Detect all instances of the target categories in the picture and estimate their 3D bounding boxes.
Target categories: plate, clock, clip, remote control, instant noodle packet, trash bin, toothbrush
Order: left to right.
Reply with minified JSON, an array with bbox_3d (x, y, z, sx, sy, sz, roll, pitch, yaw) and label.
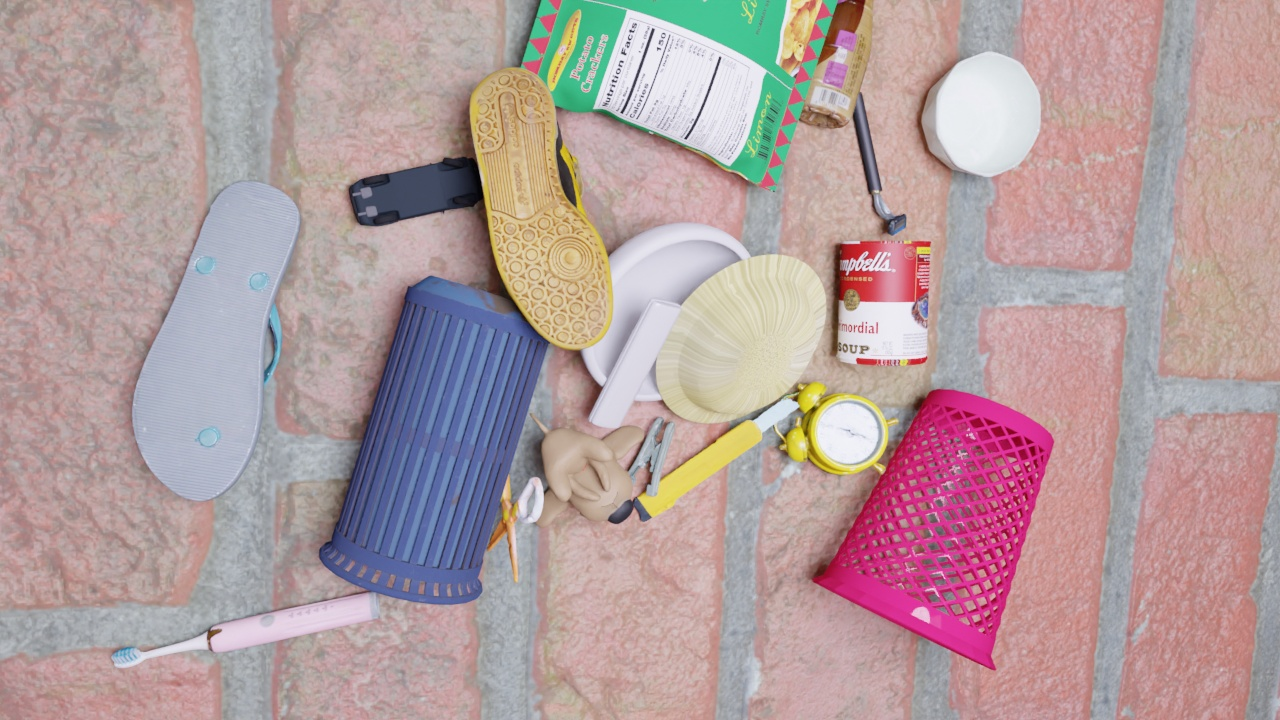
[{"bbox_3d":[-0.345,0.240,0.810,0.222,0.027,0.027,-9,128,-14],"label":"toothbrush"},{"bbox_3d":[-0.167,0.062,0.779,0.139,0.139,0.249,17,91,-16],"label":"trash bin"},{"bbox_3d":[-0.005,0.005,0.804,0.033,0.012,0.131,11,117,-36],"label":"remote control"},{"bbox_3d":[0.018,0.096,0.883,0.050,0.023,0.078,36,92,12],"label":"clip"},{"bbox_3d":[0.037,-0.285,0.811,0.252,0.090,0.195,17,93,-15],"label":"instant noodle packet"},{"bbox_3d":[0.105,-0.006,0.847,0.184,0.036,0.185,-16,130,-21],"label":"plate"},{"bbox_3d":[0.190,0.069,0.910,0.119,0.057,0.083,17,86,5],"label":"clock"}]

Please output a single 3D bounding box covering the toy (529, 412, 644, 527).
[{"bbox_3d":[-0.052,0.099,0.824,0.134,0.108,0.106,-42,60,-7],"label":"toy"}]

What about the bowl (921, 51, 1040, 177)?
[{"bbox_3d":[0.328,-0.239,0.909,0.117,0.061,0.117,-2,97,-15],"label":"bowl"}]

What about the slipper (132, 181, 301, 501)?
[{"bbox_3d":[-0.354,-0.019,0.770,0.098,0.055,0.268,11,83,-13],"label":"slipper"}]

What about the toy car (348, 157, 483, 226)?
[{"bbox_3d":[-0.194,-0.146,0.797,0.112,0.034,0.046,-15,100,-11],"label":"toy car"}]

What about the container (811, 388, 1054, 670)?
[{"bbox_3d":[0.301,0.156,0.904,0.183,0.183,0.225,29,81,-16],"label":"container"}]

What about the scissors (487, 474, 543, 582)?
[{"bbox_3d":[-0.114,0.136,0.824,0.011,0.128,0.125,-1,79,-34],"label":"scissors"}]

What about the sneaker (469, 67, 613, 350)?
[{"bbox_3d":[-0.080,-0.112,0.771,0.086,0.122,0.238,-15,79,-2],"label":"sneaker"}]

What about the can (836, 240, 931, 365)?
[{"bbox_3d":[0.237,-0.057,0.895,0.086,0.087,0.116,-2,97,-15],"label":"can"}]

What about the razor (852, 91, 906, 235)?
[{"bbox_3d":[0.231,-0.195,0.912,0.042,0.022,0.144,-29,102,-53],"label":"razor"}]

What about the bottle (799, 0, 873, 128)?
[{"bbox_3d":[0.192,-0.307,0.865,0.059,0.060,0.166,16,92,-16],"label":"bottle"}]

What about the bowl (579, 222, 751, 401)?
[{"bbox_3d":[0.017,-0.052,0.833,0.176,0.066,0.177,-16,130,-21],"label":"bowl"}]

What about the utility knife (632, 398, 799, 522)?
[{"bbox_3d":[0.074,0.095,0.896,0.191,0.018,0.030,-34,111,5],"label":"utility knife"}]
